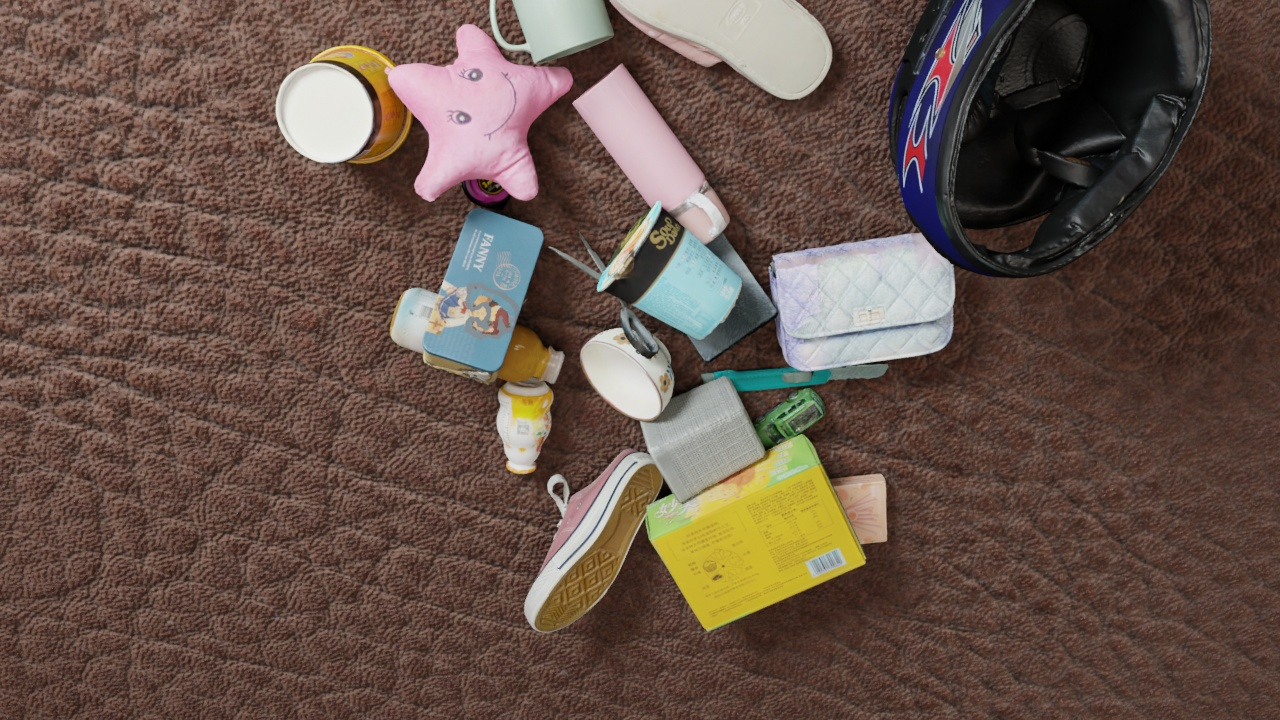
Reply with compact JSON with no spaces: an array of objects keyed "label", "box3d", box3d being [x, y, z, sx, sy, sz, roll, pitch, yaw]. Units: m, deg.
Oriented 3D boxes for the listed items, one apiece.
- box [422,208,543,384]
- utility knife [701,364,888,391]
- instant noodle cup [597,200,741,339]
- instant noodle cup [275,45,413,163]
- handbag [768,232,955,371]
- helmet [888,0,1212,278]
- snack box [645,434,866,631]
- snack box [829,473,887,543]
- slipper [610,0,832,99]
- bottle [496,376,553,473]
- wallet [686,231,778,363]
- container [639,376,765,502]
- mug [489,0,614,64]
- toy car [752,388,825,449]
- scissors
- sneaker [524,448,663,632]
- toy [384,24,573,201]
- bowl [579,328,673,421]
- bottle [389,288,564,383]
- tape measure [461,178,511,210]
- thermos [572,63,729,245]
[{"label":"box","box3d":[-0.163,-0.072,0.966,0.090,0.060,0.184,16,74,-8]},{"label":"utility knife","box3d":[0.179,0.018,1.064,0.216,0.013,0.029,-5,115,1]},{"label":"instant noodle cup","box3d":[0.035,-0.083,0.941,0.120,0.111,0.111,34,106,-12]},{"label":"instant noodle cup","box3d":[-0.295,-0.249,0.911,0.118,0.114,0.118,0,110,-1]},{"label":"handbag","box3d":[0.244,-0.065,1.002,0.194,0.075,0.134,-10,109,2]},{"label":"helmet","box3d":[0.347,-0.230,0.851,0.247,0.240,0.315,31,95,-11]},{"label":"snack box","box3d":[0.132,0.201,1.063,0.210,0.070,0.158,-26,114,8]},{"label":"snack box","box3d":[0.219,0.187,1.118,0.157,0.026,0.084,-7,110,1]},{"label":"slipper","box3d":[0.072,-0.352,0.907,0.274,0.054,0.114,24,111,-20]},{"label":"bottle","box3d":[-0.134,0.075,1.055,0.063,0.063,0.108,5,109,-3]},{"label":"wallet","box3d":[0.079,-0.071,1.000,0.097,0.019,0.121,-36,75,13]},{"label":"container","box3d":[0.071,0.086,1.043,0.114,0.090,0.090,-26,121,5]},{"label":"mug","box3d":[-0.095,-0.349,0.889,0.111,0.082,0.106,-21,106,-4]},{"label":"toy car","box3d":[0.173,0.071,1.073,0.091,0.036,0.043,-37,107,16]},{"label":"scissors","box3d":[-0.024,-0.072,0.985,0.181,0.159,0.014,22,129,-34]},{"label":"sneaker","box3d":[-0.068,0.205,1.090,0.118,0.088,0.241,35,86,-44]},{"label":"toy","box3d":[-0.171,-0.242,0.913,0.178,0.075,0.194,20,76,-10]},{"label":"bowl","box3d":[-0.006,0.006,1.023,0.113,0.114,0.062,52,58,-16]},{"label":"bottle","box3d":[-0.179,-0.022,1.017,0.189,0.068,0.068,19,108,-8]},{"label":"tape measure","box3d":[-0.160,-0.190,0.973,0.058,0.039,0.057,31,97,-17]},{"label":"thermos","box3d":[0.018,-0.206,0.944,0.067,0.087,0.198,-40,105,-8]}]
